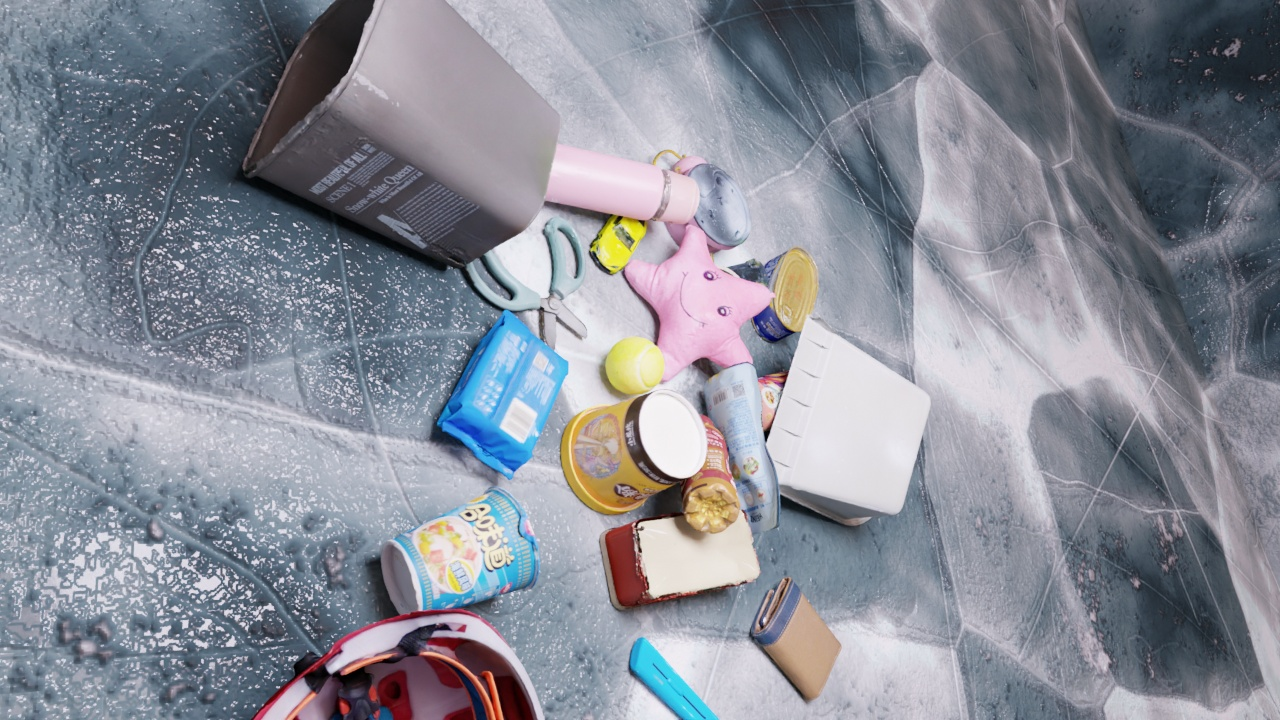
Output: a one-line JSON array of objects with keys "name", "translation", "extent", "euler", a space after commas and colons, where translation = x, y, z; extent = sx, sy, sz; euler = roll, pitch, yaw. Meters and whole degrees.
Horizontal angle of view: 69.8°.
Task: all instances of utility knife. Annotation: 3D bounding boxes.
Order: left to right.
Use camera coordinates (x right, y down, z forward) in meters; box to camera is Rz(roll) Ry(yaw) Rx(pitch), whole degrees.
[{"name": "utility knife", "translation": [0.050, 0.354, 0.943], "extent": [0.179, 0.018, 0.034], "euler": [49, 45, -16]}]

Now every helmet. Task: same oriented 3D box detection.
[{"name": "helmet", "translation": [-0.193, 0.301, 0.662], "extent": [0.239, 0.144, 0.207], "euler": [-19, 84, -31]}]

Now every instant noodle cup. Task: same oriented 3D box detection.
[{"name": "instant noodle cup", "translation": [-0.159, 0.170, 0.790], "extent": [0.109, 0.099, 0.099], "euler": [-15, 81, -37]}, {"name": "instant noodle cup", "translation": [-0.002, 0.090, 0.949], "extent": [0.118, 0.115, 0.118], "euler": [20, 58, -36]}]

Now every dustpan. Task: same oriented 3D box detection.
[{"name": "dustpan", "translation": [0.262, 0.100, 1.194], "extent": [0.257, 0.143, 0.222], "euler": [23, 75, -13]}]

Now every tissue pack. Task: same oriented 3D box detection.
[{"name": "tissue pack", "translation": [-0.132, 0.032, 0.902], "extent": [0.095, 0.052, 0.156], "euler": [41, 49, -24]}]

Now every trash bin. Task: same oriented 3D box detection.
[{"name": "trash bin", "translation": [-0.210, -0.214, 0.857], "extent": [0.219, 0.200, 0.198], "euler": [33, 53, -35]}]

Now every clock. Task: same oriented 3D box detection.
[{"name": "clock", "translation": [0.073, -0.207, 1.196], "extent": [0.158, 0.060, 0.116], "euler": [53, 46, -12]}]

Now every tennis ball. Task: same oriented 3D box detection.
[{"name": "tennis ball", "translation": [-0.006, 0.006, 1.019], "extent": [0.065, 0.066, 0.065], "euler": [19, 59, -35]}]

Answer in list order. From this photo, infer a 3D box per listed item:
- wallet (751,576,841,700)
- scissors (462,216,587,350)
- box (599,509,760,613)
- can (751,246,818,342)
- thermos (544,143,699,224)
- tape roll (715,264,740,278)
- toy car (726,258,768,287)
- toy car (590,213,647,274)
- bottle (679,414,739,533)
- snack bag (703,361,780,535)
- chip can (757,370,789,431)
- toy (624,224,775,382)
[{"name": "wallet", "translation": [0.183, 0.323, 1.069], "extent": [0.115, 0.033, 0.090], "euler": [51, 48, -13]}, {"name": "scissors", "translation": [-0.123, -0.096, 0.996], "extent": [0.179, 0.019, 0.170], "euler": [19, 60, -36]}, {"name": "box", "translation": [0.050, 0.207, 0.968], "extent": [0.168, 0.077, 0.091], "euler": [2, 69, -41]}, {"name": "can", "translation": [0.199, -0.092, 1.263], "extent": [0.074, 0.049, 0.147], "euler": [39, 49, -22]}, {"name": "thermos", "translation": [-0.032, -0.205, 1.074], "extent": [0.198, 0.087, 0.067], "euler": [6, 98, -26]}, {"name": "tape roll", "translation": [0.097, -0.080, 1.169], "extent": [0.085, 0.014, 0.085], "euler": [5, 75, -20]}, {"name": "toy car", "translation": [0.129, -0.107, 1.217], "extent": [0.090, 0.034, 0.043], "euler": [-17, 86, -31]}, {"name": "toy car", "translation": [-0.022, -0.148, 1.101], "extent": [0.048, 0.032, 0.105], "euler": [45, 49, -18]}, {"name": "bottle", "translation": [0.069, 0.116, 0.996], "extent": [0.057, 0.057, 0.174], "euler": [43, 16, -19]}, {"name": "snack bag", "translation": [0.116, 0.105, 1.053], "extent": [0.038, 0.111, 0.190], "euler": [4, 68, -35]}, {"name": "chip can", "translation": [0.194, 0.047, 1.179], "extent": [0.214, 0.071, 0.071], "euler": [-11, 79, -44]}, {"name": "toy", "translation": [0.077, -0.074, 1.110], "extent": [0.178, 0.075, 0.194], "euler": [-10, 77, -15]}]
